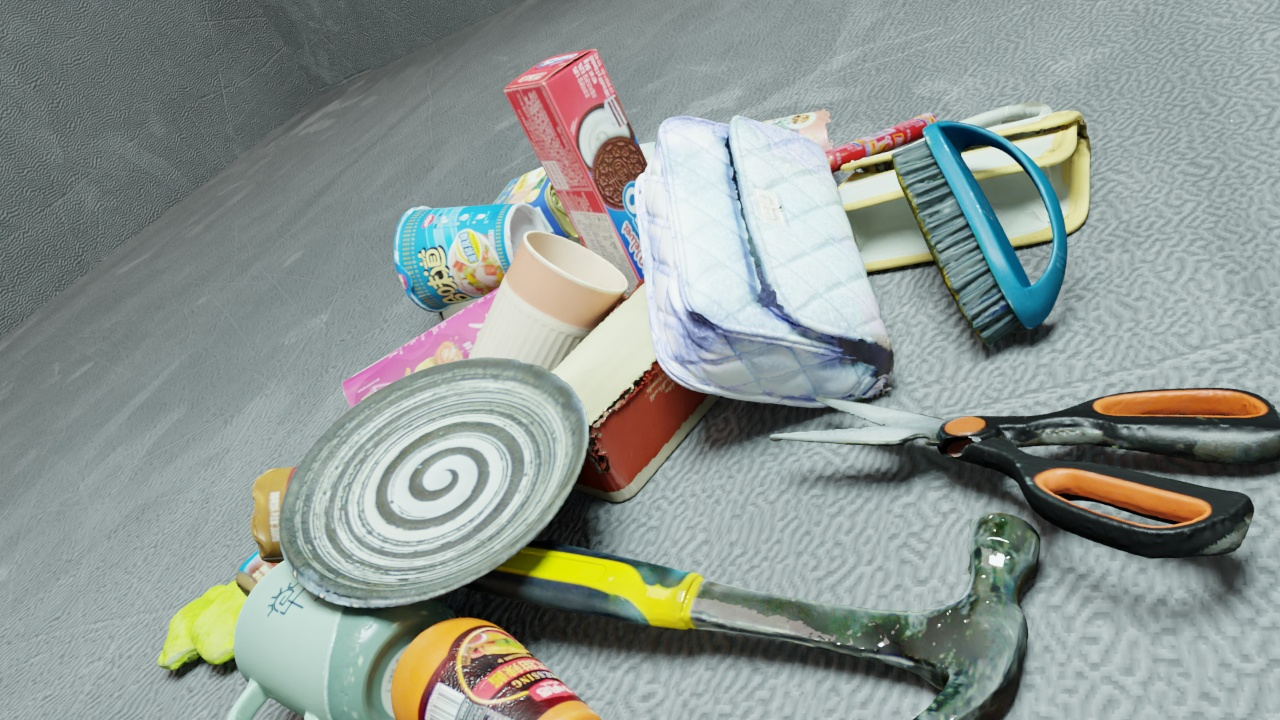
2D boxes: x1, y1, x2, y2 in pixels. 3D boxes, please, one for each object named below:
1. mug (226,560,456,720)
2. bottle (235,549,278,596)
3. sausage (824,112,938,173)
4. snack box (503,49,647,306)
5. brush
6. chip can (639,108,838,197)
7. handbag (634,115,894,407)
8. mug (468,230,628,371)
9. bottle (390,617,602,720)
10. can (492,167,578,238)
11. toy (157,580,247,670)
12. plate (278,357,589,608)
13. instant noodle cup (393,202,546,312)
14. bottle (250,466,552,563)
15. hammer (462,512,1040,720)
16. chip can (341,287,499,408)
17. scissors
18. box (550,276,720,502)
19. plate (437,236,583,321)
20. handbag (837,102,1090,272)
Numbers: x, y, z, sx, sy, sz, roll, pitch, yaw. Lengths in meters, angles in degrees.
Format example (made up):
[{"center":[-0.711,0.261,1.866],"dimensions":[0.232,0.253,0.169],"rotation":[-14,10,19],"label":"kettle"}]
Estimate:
[{"center":[-0.162,0.163,0.487],"dimensions":[0.106,0.082,0.111],"rotation":[8,42,40],"label":"mug"},{"center":[-0.175,0.091,0.640],"dimensions":[0.065,0.065,0.218],"rotation":[5,43,46],"label":"bottle"},{"center":[0.192,-0.173,0.729],"dimensions":[0.155,0.020,0.020],"rotation":[-26,23,-31],"label":"sausage"},{"center":[-0.025,-0.128,0.701],"dimensions":[0.057,0.207,0.058],"rotation":[-42,32,-26],"label":"snack box"},{"center":[0.198,-0.082,0.524],"dimensions":[0.074,0.055,0.143],"rotation":[-31,57,28],"label":"brush"},{"center":[0.053,-0.156,0.768],"dimensions":[0.215,0.071,0.071],"rotation":[-8,33,10],"label":"chip can"},{"center":[0.072,-0.067,0.561],"dimensions":[0.076,0.134,0.193],"rotation":[120,152,-46],"label":"handbag"},{"center":[-0.059,-0.027,0.680],"dimensions":[0.081,0.114,0.106],"rotation":[45,115,36],"label":"mug"},{"center":[-0.051,0.169,0.413],"dimensions":[0.150,0.067,0.066],"rotation":[14,50,42],"label":"bottle"},{"center":[-0.092,-0.148,0.875],"dimensions":[0.083,0.057,0.101],"rotation":[-15,31,30],"label":"can"},{"center":[-0.291,0.180,0.638],"dimensions":[0.100,0.031,0.096],"rotation":[-30,27,2],"label":"toy"},{"center":[-0.113,0.065,0.511],"dimensions":[0.179,0.024,0.179],"rotation":[-10,39,8],"label":"plate"},{"center":[-0.144,-0.096,0.812],"dimensions":[0.110,0.099,0.099],"rotation":[-5,36,24],"label":"instant noodle cup"},{"center":[-0.142,0.089,0.565],"dimensions":[0.175,0.057,0.057],"rotation":[-4,29,-7],"label":"bottle"},{"center":[0.008,0.113,0.435],"dimensions":[0.324,0.032,0.125],"rotation":[1,42,32],"label":"hammer"},{"center":[-0.136,-0.008,0.755],"dimensions":[0.210,0.071,0.071],"rotation":[-32,29,-3],"label":"chip can"},{"center":[0.177,0.037,0.429],"dimensions":[0.197,0.022,0.227],"rotation":[-18,19,-10],"label":"scissors"},{"center":[-0.003,0.004,0.607],"dimensions":[0.091,0.077,0.168],"rotation":[9,46,47],"label":"box"},{"center":[-0.070,-0.099,0.875],"dimensions":[0.266,0.034,0.162],"rotation":[-29,28,3],"label":"plate"},{"center":[0.227,-0.142,0.651],"dimensions":[0.164,0.063,0.178],"rotation":[-7,32,33],"label":"handbag"}]
